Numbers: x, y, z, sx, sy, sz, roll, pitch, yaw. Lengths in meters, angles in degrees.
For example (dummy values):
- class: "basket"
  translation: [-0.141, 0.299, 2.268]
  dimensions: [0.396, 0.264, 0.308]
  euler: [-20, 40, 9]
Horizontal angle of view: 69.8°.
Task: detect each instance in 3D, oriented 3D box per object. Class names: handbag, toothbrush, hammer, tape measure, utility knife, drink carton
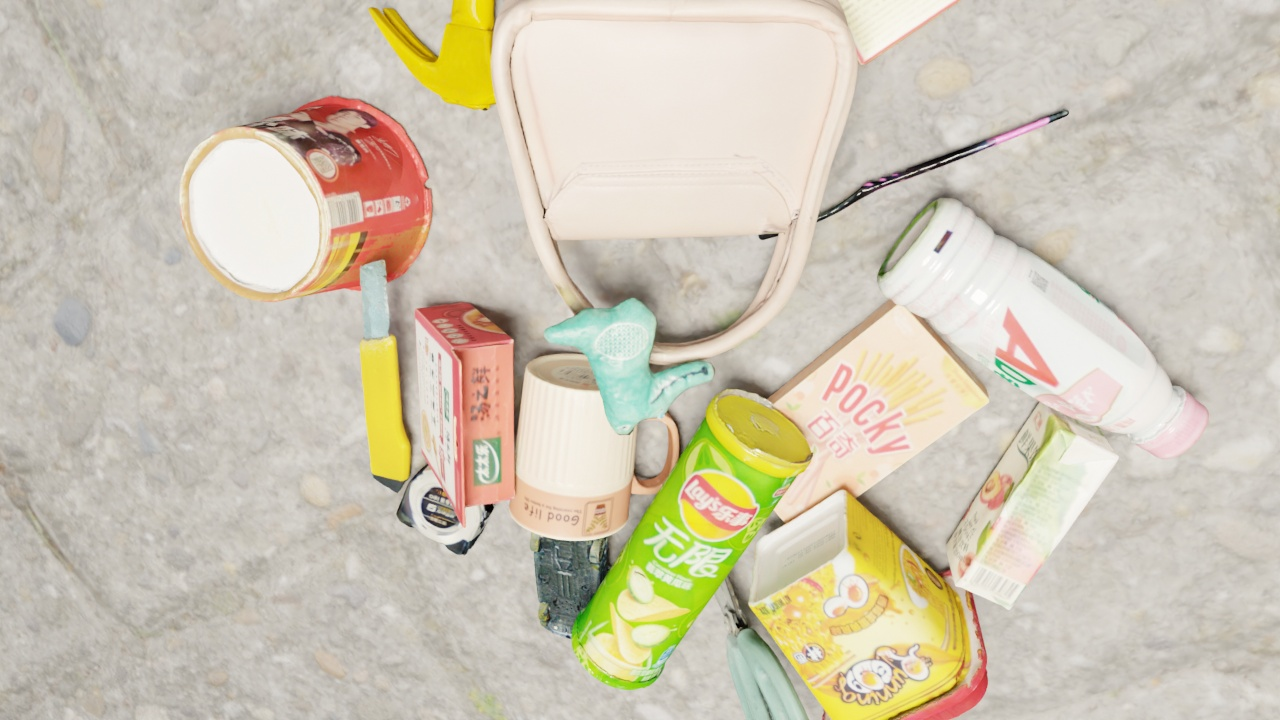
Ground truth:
- class: "handbag"
  translation: [0.017, -0.099, 0.538]
  dimensions: [0.193, 0.093, 0.234]
  euler: [-1, 117, 2]
- class: "toothbrush"
  translation: [0.157, -0.113, 0.551]
  dimensions: [0.189, 0.014, 0.018]
  euler: [-20, 91, 21]
- class: "hammer"
  translation: [-0.094, -0.306, 0.552]
  dimensions: [0.129, 0.032, 0.301]
  euler: [13, 111, 11]
- class: "tape measure"
  translation: [-0.145, 0.107, 0.698]
  dimensions: [0.066, 0.033, 0.066]
  euler: [31, 115, 3]
- class: "utility knife"
  translation: [-0.183, 0.016, 0.659]
  dimensions: [0.033, 0.015, 0.217]
  euler: [12, 129, 4]
- class: "drink carton"
  translation: [0.241, 0.090, 0.569]
  dimensions: [0.045, 0.053, 0.123]
  euler: [26, 112, 3]

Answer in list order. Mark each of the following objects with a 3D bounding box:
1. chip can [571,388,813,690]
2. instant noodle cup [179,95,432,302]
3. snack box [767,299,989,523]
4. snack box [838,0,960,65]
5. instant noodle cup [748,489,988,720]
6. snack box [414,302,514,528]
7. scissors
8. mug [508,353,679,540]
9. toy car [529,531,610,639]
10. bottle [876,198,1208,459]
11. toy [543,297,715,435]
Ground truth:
- class: "chip can"
  translation: [0.027, 0.125, 0.606]
  dimensions: [0.072, 0.072, 0.222]
  euler: [32, 116, 5]
- class: "instant noodle cup"
  translation: [-0.225, -0.105, 0.613]
  dimensions: [0.138, 0.108, 0.138]
  euler: [5, 108, 15]
- class: "snack box"
  translation: [0.135, 0.039, 0.598]
  dimensions: [0.084, 0.026, 0.158]
  euler: [47, 114, -2]
- class: "snack box"
  translation: [0.169, -0.239, 0.499]
  dimensions: [0.156, 0.027, 0.077]
  euler: [-31, 97, 23]
- class: "instant noodle cup"
  translation: [0.138, 0.160, 0.582]
  dimensions: [0.116, 0.115, 0.123]
  euler: [-37, 101, 23]
- class: "snack box"
  translation: [-0.116, 0.032, 0.617]
  dimensions: [0.044, 0.127, 0.113]
  euler: [-6, 110, -24]
- class: "scissors"
  translation: [0.082, 0.210, 0.620]
  dimensions: [0.019, 0.171, 0.177]
  euler: [-18, 96, -13]
- class: "mug"
  translation: [-0.029, 0.058, 0.630]
  dimensions: [0.114, 0.081, 0.106]
  euler: [3, 108, -13]
- class: "toy car"
  translation: [-0.051, 0.158, 0.687]
  dimensions: [0.054, 0.036, 0.121]
  euler: [7, 119, 13]
- class: "bottle"
  translation: [0.235, -0.014, 0.532]
  dimensions: [0.197, 0.068, 0.068]
  euler: [35, 113, 0]
- class: "toy"
  translation: [-0.003, 0.003, 0.561]
  dimensions: [0.096, 0.030, 0.092]
  euler: [-18, 119, -8]
